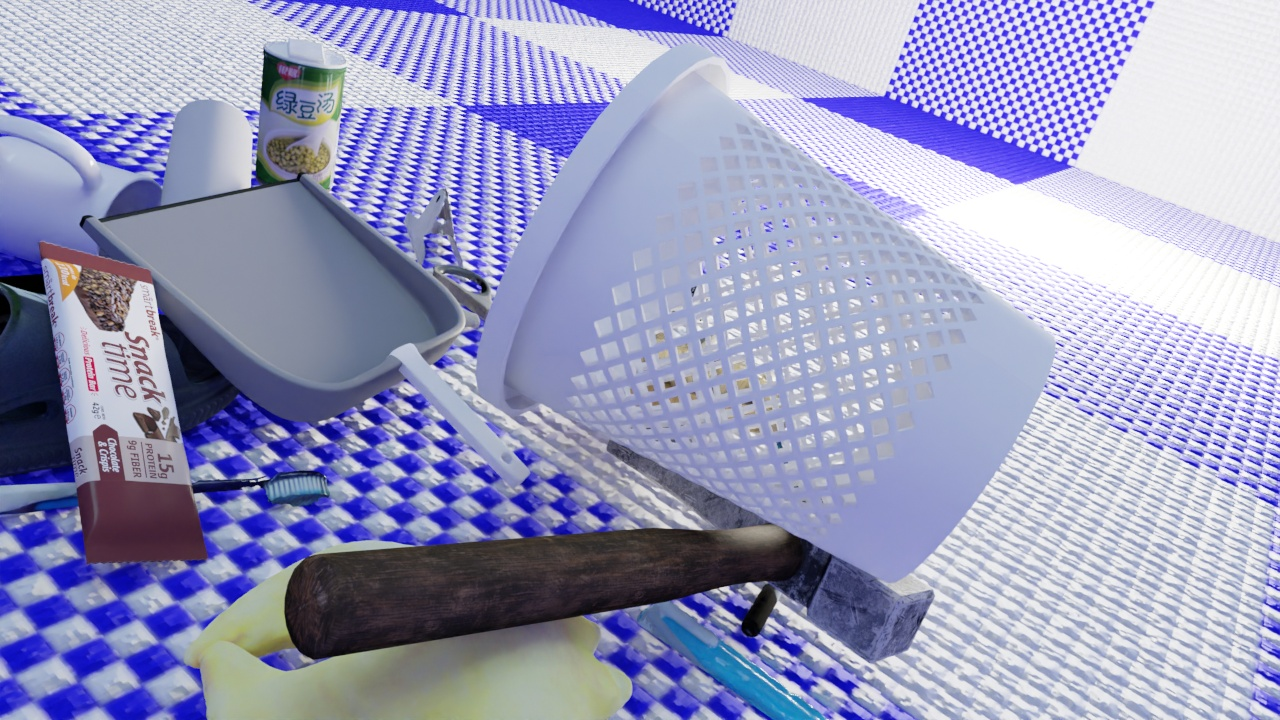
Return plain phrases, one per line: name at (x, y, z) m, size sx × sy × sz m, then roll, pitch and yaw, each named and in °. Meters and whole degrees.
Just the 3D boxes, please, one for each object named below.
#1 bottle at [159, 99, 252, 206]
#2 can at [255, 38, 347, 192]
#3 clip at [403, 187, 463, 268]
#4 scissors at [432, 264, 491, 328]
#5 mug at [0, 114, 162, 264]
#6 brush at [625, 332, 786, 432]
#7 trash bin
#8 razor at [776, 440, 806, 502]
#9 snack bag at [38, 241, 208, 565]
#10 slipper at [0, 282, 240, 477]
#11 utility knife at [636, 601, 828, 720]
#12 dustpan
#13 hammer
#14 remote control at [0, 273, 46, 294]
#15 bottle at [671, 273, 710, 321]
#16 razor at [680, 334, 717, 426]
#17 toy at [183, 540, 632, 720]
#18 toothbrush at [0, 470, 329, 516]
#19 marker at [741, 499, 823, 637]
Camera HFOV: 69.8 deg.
bottle at (-0.281, -0.099, 0.593) m, size 0.052 × 0.053 × 0.195 m, roll 3°, pitch 41°, yaw -24°
can at (-0.297, -0.212, 0.800) m, size 0.067 × 0.121 × 0.067 m, roll 13°, pitch 27°, yaw -7°
clip at (-0.173, -0.111, 0.774) m, size 0.058 × 0.052 × 0.102 m, roll -31°, pitch 38°, yaw -2°
scissors at (-0.120, -0.035, 0.683) m, size 0.157 × 0.013 × 0.165 m, roll 3°, pitch 30°, yaw -21°
mug at (-0.365, -0.105, 0.574) m, size 0.090 × 0.111 × 0.073 m, roll 17°, pitch 55°, yaw 0°
brush at (-0.003, 0.003, 0.558) m, size 0.195 × 0.043 × 0.059 m, roll 16°, pitch 10°, yaw 13°
trash bin at (0.063, -0.009, 0.430) m, size 0.199 × 0.196 × 0.195 m, roll 33°, pitch 29°, yaw 9°
razor at (0.093, 0.051, 0.631) m, size 0.042 × 0.022 × 0.143 m, roll 9°, pitch 28°, yaw -12°
snack bag at (-0.236, 0.017, 0.418) m, size 0.057 × 0.013 × 0.157 m, roll 21°, pitch 43°, yaw -60°
slipper at (-0.323, -0.001, 0.428) m, size 0.111 × 0.083 × 0.267 m, roll 32°, pitch 32°, yaw 31°
utility knife at (0.071, 0.162, 0.411) m, size 0.179 × 0.015 × 0.022 m, roll 31°, pitch 30°, yaw 30°
dustpan at (-0.164, -0.015, 0.536) m, size 0.257 × 0.033 × 0.162 m, roll 46°, pitch 31°, yaw 3°
hammer at (-0.028, 0.071, 0.407) m, size 0.218 × 0.037 × 0.300 m, roll 31°, pitch 15°, yaw 39°
remote control at (-0.401, -0.031, 0.516) m, size 0.149 × 0.013 × 0.034 m, roll -12°, pitch 34°, yaw -43°
bottle at (0.005, -0.070, 0.792) m, size 0.116 × 0.041 × 0.041 m, roll 20°, pitch 27°, yaw 6°
razor at (0.030, 0.005, 0.661) m, size 0.067 × 0.054 × 0.151 m, roll 4°, pitch 17°, yaw 17°
toy at (-0.077, 0.130, 0.336) m, size 0.154 × 0.065 × 0.170 m, roll -3°, pitch 34°, yaw -31°
toothbrush at (-0.241, 0.064, 0.423) m, size 0.188 × 0.016 × 0.017 m, roll 0°, pitch 41°, yaw -30°
marker at (0.085, 0.112, 0.520) m, size 0.011 × 0.011 × 0.151 m, roll 25°, pitch 28°, yaw 16°
